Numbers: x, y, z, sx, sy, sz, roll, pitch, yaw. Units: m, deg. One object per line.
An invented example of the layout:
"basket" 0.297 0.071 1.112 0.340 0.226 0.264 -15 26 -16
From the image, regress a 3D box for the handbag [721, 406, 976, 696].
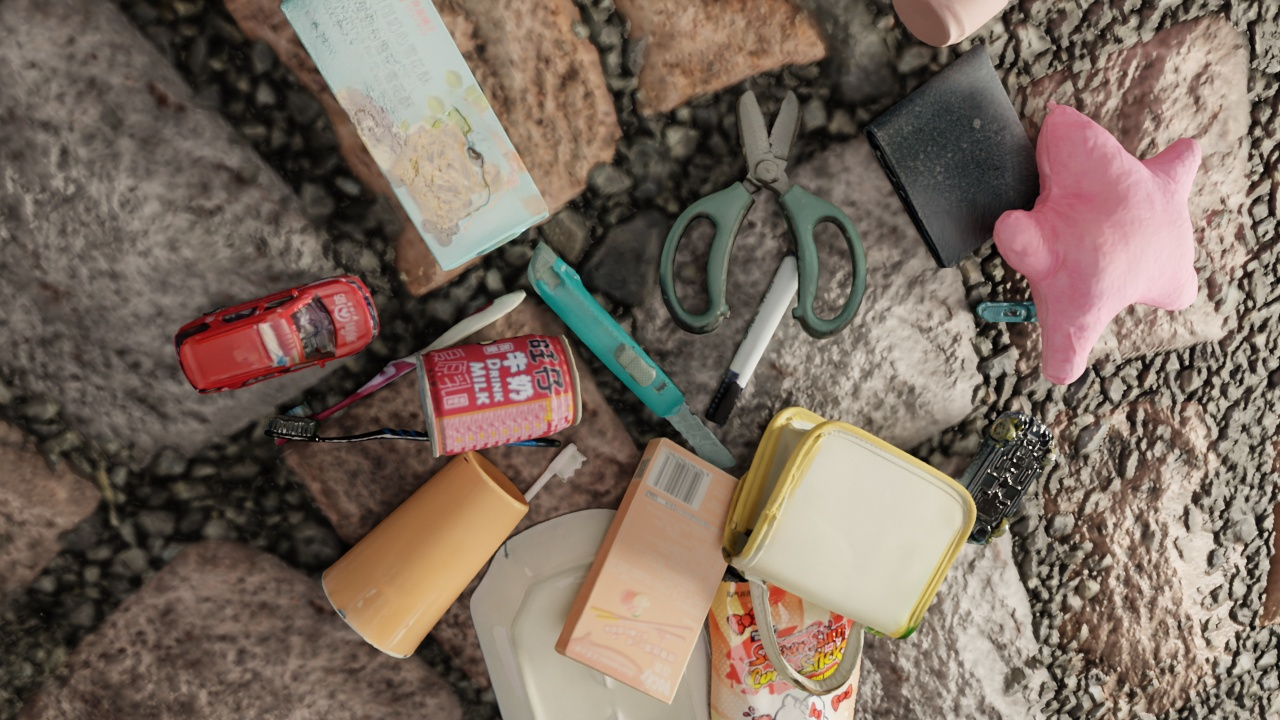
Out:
"handbag" 0.129 0.138 0.637 0.163 0.063 0.178 28 88 -23

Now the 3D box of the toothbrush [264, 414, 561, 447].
"toothbrush" -0.143 0.048 0.598 0.189 0.014 0.016 4 96 -18

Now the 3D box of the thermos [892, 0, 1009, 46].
"thermos" 0.240 -0.288 0.572 0.198 0.067 0.087 -41 76 3

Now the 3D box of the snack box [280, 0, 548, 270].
"snack box" -0.128 -0.146 0.541 0.074 0.051 0.175 -30 107 -1

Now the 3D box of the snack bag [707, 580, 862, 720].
"snack bag" 0.109 0.257 0.683 0.128 0.073 0.208 0 98 -17

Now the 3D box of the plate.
"plate" -0.023 0.236 0.664 0.162 0.034 0.266 -15 106 -7

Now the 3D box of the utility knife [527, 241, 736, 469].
"utility knife" -0.004 0.004 0.621 0.029 0.013 0.209 -41 108 7

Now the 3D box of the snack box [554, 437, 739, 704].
"snack box" 0.013 0.139 0.619 0.084 0.026 0.157 31 72 -16

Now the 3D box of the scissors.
"scissors" 0.066 -0.089 0.602 0.169 0.019 0.177 -17 94 4

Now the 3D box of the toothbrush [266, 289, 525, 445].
"toothbrush" -0.157 0.001 0.592 0.187 0.016 0.017 -31 97 -1

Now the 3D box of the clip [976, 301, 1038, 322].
"clip" 0.270 -0.035 0.659 0.057 0.048 0.014 1 104 -7

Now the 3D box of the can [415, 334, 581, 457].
"can" -0.090 0.020 0.578 0.093 0.066 0.066 -10 105 -16

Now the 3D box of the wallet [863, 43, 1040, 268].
"wallet" 0.219 -0.136 0.626 0.097 0.019 0.121 -36 109 -1

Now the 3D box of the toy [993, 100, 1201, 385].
"toy" 0.315 -0.096 0.621 0.194 0.075 0.178 -29 104 -19

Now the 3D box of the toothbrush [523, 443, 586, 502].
"toothbrush" -0.103 0.127 0.631 0.016 0.016 0.180 44 93 12

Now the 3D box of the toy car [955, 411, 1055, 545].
"toy car" 0.263 0.087 0.681 0.049 0.031 0.105 29 95 -15

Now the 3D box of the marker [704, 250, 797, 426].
"marker" 0.080 -0.014 0.628 0.018 0.022 0.131 24 99 -16

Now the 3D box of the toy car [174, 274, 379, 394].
"toy car" -0.221 -0.014 0.561 0.120 0.045 0.053 -19 108 -7

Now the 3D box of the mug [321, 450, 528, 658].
"mug" -0.135 0.120 0.597 0.122 0.078 0.078 -46 107 -3
